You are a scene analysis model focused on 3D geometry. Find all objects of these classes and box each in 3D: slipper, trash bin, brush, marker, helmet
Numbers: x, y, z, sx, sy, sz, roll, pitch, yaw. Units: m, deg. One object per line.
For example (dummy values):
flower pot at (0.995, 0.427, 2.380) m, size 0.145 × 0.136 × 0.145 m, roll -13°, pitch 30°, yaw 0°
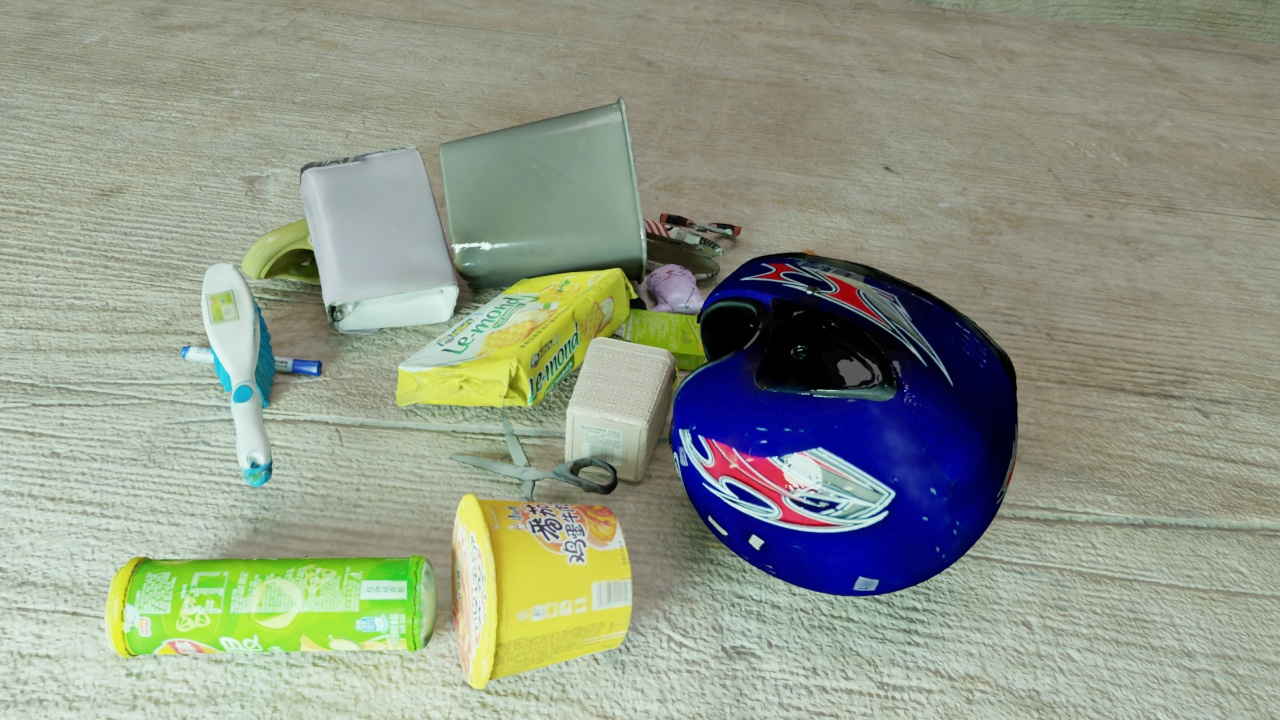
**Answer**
slipper at (-0.388, -0.127, 1.108) m, size 0.081 × 0.092 × 0.190 m, roll 54°, pitch 36°, yaw 0°
trash bin at (-0.111, -0.182, 1.092) m, size 0.220 × 0.199 × 0.199 m, roll -9°, pitch -6°, yaw -2°
brush at (-0.375, 0.018, 0.868) m, size 0.060 × 0.110 × 0.314 m, roll -15°, pitch 54°, yaw -19°
marker at (-0.408, 0.000, 0.963) m, size 0.146 × 0.017 × 0.016 m, roll 7°, pitch 35°, yaw 1°
helmet at (0.143, 0.060, 0.776) m, size 0.316 × 0.247 × 0.239 m, roll 26°, pitch 61°, yaw 36°

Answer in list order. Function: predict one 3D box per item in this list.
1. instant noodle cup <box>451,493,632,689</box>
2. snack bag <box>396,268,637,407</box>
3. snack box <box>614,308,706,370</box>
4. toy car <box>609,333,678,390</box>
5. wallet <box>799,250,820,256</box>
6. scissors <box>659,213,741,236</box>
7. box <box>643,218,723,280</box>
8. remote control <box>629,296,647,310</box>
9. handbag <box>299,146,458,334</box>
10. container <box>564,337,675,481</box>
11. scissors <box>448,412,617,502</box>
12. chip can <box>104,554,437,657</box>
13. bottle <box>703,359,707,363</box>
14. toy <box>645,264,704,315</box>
instant noodle cup at (-0.075, 0.165, 0.685) m, size 0.109 × 0.138 × 0.138 m, roll 0°, pitch 34°, yaw -23°
snack bag at (-0.121, -0.019, 0.955) m, size 0.158 × 0.068 × 0.245 m, roll -2°, pitch 27°, yaw 36°
snack box at (0.024, -0.025, 1.060) m, size 0.156 × 0.026 × 0.085 m, roll 6°, pitch 35°, yaw 0°
toy car at (-0.006, 0.006, 0.996) m, size 0.105 × 0.048 × 0.032 m, roll 25°, pitch 9°, yaw 25°
wallet at (0.234, -0.100, 1.198) m, size 0.107 × 0.031 × 0.132 m, roll -18°, pitch 41°, yaw -36°
scissors at (0.086, -0.183, 1.247) m, size 0.190 × 0.015 × 0.221 m, roll 18°, pitch 13°, yaw 37°
box at (0.028, -0.140, 1.220) m, size 0.163 × 0.081 × 0.074 m, roll 15°, pitch 4°, yaw 15°
remote control at (-0.059, -0.073, 1.117) m, size 0.136 × 0.024 × 0.053 m, roll 1°, pitch 34°, yaw -8°
handbag at (-0.301, -0.135, 1.049) m, size 0.144 × 0.099 × 0.196 m, roll -8°, pitch 65°, yaw -26°
container at (-0.022, 0.049, 0.893) m, size 0.090 × 0.090 × 0.110 m, roll 11°, pitch 37°, yaw 7°
scissors at (-0.103, 0.109, 0.838) m, size 0.181 × 0.014 × 0.159 m, roll -2°, pitch 45°, yaw 16°
chip can at (-0.263, 0.180, 0.678) m, size 0.221 × 0.073 × 0.072 m, roll 1°, pitch 35°, yaw -7°
bottle at (0.161, -0.012, 1.029) m, size 0.218 × 0.065 × 0.065 m, roll -25°, pitch 46°, yaw -37°
toy at (0.040, -0.085, 1.140) m, size 0.084 × 0.039 × 0.108 m, roll -10°, pitch 37°, yaw -3°
